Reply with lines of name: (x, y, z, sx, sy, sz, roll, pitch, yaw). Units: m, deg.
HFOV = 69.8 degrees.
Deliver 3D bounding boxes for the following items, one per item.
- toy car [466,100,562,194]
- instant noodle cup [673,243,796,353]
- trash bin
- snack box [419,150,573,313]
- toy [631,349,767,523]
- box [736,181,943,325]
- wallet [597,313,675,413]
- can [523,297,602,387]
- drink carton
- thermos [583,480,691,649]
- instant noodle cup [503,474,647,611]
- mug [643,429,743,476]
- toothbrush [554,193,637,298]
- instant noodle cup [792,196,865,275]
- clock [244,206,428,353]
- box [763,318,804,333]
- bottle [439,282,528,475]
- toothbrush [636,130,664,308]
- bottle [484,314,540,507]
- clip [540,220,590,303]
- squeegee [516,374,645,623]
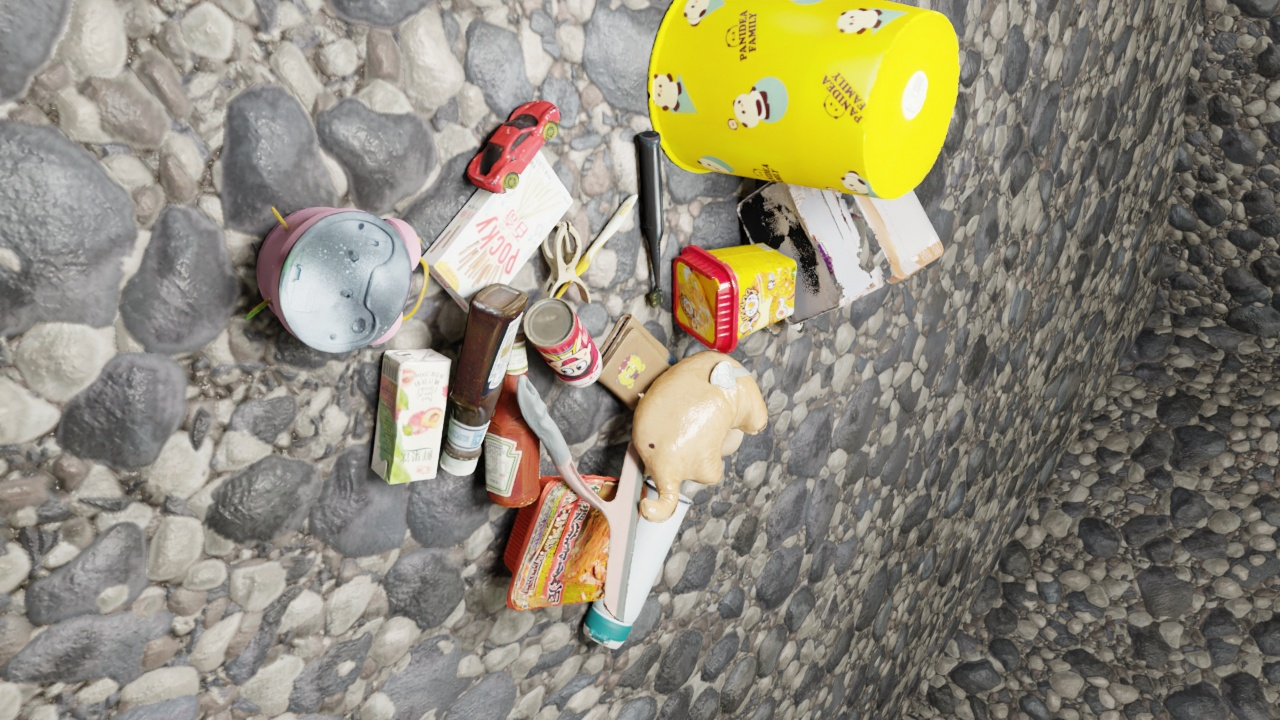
toy car: (-0.116, -0.200, 0.845, 0.106, 0.049, 0.031, -53, 143, -13)
instant noodle cup: (0.117, -0.085, 1.117, 0.123, 0.116, 0.116, -18, 124, -26)
trash bin: (0.177, -0.288, 0.977, 0.228, 0.255, 0.230, -27, 128, -39)
snack box: (-0.135, -0.126, 0.882, 0.156, 0.027, 0.085, -55, 142, -15)
toy: (0.052, 0.086, 1.093, 0.225, 0.143, 0.083, -48, 178, -20)
box: (0.259, -0.171, 1.145, 0.192, 0.157, 0.183, -25, 91, -24)
wallet: (-0.007, 0.006, 1.108, 0.090, 0.033, 0.115, -57, 139, -10)
can: (-0.078, -0.015, 0.961, 0.053, 0.053, 0.133, -56, 160, -12)
drink carton: (-0.218, 0.052, 0.865, 0.053, 0.045, 0.123, -5, 113, -43)
thermos: (-0.008, 0.275, 1.227, 0.073, 0.073, 0.224, 24, 91, -53)
instant noodle cup: (-0.084, 0.204, 1.083, 0.188, 0.079, 0.164, 12, 100, -51)
mug: (0.062, 0.105, 1.215, 0.103, 0.084, 0.125, -4, 139, -48)
toothbrush: (-0.056, -0.106, 0.994, 0.018, 0.016, 0.191, 41, 76, -25)
instant noodle cup: (0.246, -0.169, 1.258, 0.111, 0.099, 0.112, -25, 126, -41)
clock: (-0.240, -0.068, 0.762, 0.158, 0.060, 0.117, 7, 103, -50)
box: (0.171, -0.090, 1.263, 0.163, 0.081, 0.074, 35, 51, -51)
bottle: (-0.157, 0.024, 0.886, 0.079, 0.044, 0.195, -56, 166, -64)
toothbrush: (0.014, -0.155, 1.046, 0.027, 0.026, 0.213, -40, 137, -43)
bottle: (-0.134, 0.052, 0.958, 0.059, 0.060, 0.206, -18, 117, -44)
clip: (-0.078, -0.100, 0.949, 0.061, 0.034, 0.097, -19, 118, -32)
squeegee: (-0.074, 0.106, 0.969, 0.250, 0.040, 0.247, 58, 27, -34)
